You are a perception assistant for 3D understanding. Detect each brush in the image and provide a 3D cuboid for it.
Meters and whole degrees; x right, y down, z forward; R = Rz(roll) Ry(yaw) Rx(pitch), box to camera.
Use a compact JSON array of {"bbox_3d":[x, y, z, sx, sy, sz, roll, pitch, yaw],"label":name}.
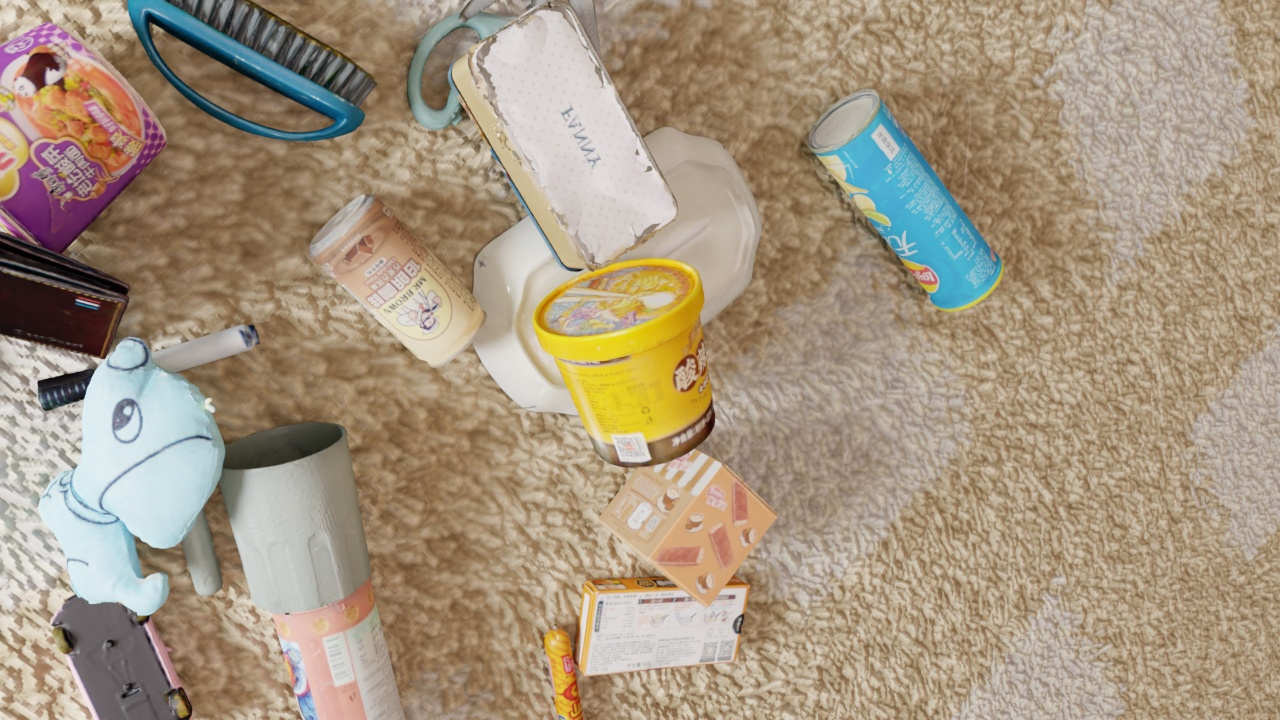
[{"bbox_3d":[-0.239,-0.178,0.561,0.143,0.055,0.073,26,87,-29],"label":"brush"}]

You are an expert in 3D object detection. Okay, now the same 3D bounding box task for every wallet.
[{"bbox_3d":[-0.340,-0.034,0.507,0.096,0.123,0.020,23,62,-29],"label":"wallet"}]

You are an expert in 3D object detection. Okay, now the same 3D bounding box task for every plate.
[{"bbox_3d":[-0.007,-0.067,0.713,0.265,0.034,0.162,-36,114,-16],"label":"plate"}]

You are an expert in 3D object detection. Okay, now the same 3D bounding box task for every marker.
[{"bbox_3d":[-0.310,0.002,0.583,0.130,0.018,0.023,-21,144,-21],"label":"marker"}]

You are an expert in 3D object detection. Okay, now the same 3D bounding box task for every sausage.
[{"bbox_3d":[-0.060,0.293,0.769,0.021,0.021,0.165,-15,107,-24],"label":"sausage"}]

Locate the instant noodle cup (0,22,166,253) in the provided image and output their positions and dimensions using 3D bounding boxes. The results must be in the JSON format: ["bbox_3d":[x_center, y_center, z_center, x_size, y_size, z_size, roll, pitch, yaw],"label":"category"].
[{"bbox_3d":[-0.329,-0.123,0.503,0.099,0.112,0.111,-49,117,-19],"label":"instant noodle cup"}]

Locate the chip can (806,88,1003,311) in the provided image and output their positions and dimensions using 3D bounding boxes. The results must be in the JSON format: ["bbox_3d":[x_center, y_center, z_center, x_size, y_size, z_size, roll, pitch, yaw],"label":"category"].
[{"bbox_3d":[0.233,-0.135,0.800,0.210,0.071,0.071,43,80,-26],"label":"chip can"}]

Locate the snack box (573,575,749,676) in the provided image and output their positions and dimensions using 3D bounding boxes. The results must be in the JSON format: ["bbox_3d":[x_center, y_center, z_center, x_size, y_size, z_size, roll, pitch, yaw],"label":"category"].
[{"bbox_3d":[0.020,0.227,0.792,0.153,0.026,0.075,5,99,-27],"label":"snack box"}]

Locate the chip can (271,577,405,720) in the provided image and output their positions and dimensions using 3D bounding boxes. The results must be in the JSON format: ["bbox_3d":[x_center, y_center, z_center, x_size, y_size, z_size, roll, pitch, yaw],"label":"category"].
[{"bbox_3d":[-0.205,0.254,0.659,0.071,0.071,0.215,-15,107,-24],"label":"chip can"}]

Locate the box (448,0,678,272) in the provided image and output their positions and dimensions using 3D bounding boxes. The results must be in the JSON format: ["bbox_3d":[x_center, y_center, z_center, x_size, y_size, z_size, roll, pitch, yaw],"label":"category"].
[{"bbox_3d":[-0.047,-0.143,0.627,0.089,0.062,0.184,-34,112,-16],"label":"box"}]

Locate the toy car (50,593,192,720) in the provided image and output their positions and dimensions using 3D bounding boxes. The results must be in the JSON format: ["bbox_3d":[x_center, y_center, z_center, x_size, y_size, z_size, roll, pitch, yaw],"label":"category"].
[{"bbox_3d":[-0.338,0.204,0.603,0.056,0.037,0.122,-23,97,-24],"label":"toy car"}]

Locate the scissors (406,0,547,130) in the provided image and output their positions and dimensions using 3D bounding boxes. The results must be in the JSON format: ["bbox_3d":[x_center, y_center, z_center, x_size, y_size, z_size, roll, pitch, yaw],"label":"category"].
[{"bbox_3d":[-0.073,-0.202,0.661,0.176,0.019,0.172,-47,115,-14],"label":"scissors"}]

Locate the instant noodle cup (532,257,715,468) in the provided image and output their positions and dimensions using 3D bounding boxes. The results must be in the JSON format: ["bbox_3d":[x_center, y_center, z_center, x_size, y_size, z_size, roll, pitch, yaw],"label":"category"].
[{"bbox_3d":[-0.004,0.004,0.648,0.118,0.118,0.114,-26,119,-20],"label":"instant noodle cup"}]

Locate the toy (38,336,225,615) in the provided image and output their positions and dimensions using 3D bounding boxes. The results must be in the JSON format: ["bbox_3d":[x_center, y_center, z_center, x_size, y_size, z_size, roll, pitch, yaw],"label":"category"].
[{"bbox_3d":[-0.306,0.071,0.556,0.156,0.049,0.161,-20,89,15],"label":"toy"}]

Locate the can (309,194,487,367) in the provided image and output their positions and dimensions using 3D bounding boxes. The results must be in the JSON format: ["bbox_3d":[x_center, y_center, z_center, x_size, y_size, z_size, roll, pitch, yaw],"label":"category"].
[{"bbox_3d":[-0.163,-0.053,0.623,0.058,0.058,0.116,-48,117,-11],"label":"can"}]

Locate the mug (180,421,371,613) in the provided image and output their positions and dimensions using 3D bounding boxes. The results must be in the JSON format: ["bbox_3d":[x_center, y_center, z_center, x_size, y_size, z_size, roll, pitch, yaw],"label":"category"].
[{"bbox_3d":[-0.248,0.105,0.610,0.124,0.083,0.103,-7,106,2],"label":"mug"}]

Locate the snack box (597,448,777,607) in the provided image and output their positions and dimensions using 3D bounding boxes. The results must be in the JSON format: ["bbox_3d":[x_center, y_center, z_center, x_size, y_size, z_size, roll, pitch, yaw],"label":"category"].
[{"bbox_3d":[0.037,0.127,0.742,0.077,0.093,0.094,43,80,-27],"label":"snack box"}]

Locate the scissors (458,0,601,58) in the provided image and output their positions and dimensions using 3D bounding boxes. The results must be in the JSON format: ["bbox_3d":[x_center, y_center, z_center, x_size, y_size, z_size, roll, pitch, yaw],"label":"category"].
[{"bbox_3d":[-0.049,-0.318,0.642,0.220,0.022,0.234,-29,109,-20],"label":"scissors"}]
